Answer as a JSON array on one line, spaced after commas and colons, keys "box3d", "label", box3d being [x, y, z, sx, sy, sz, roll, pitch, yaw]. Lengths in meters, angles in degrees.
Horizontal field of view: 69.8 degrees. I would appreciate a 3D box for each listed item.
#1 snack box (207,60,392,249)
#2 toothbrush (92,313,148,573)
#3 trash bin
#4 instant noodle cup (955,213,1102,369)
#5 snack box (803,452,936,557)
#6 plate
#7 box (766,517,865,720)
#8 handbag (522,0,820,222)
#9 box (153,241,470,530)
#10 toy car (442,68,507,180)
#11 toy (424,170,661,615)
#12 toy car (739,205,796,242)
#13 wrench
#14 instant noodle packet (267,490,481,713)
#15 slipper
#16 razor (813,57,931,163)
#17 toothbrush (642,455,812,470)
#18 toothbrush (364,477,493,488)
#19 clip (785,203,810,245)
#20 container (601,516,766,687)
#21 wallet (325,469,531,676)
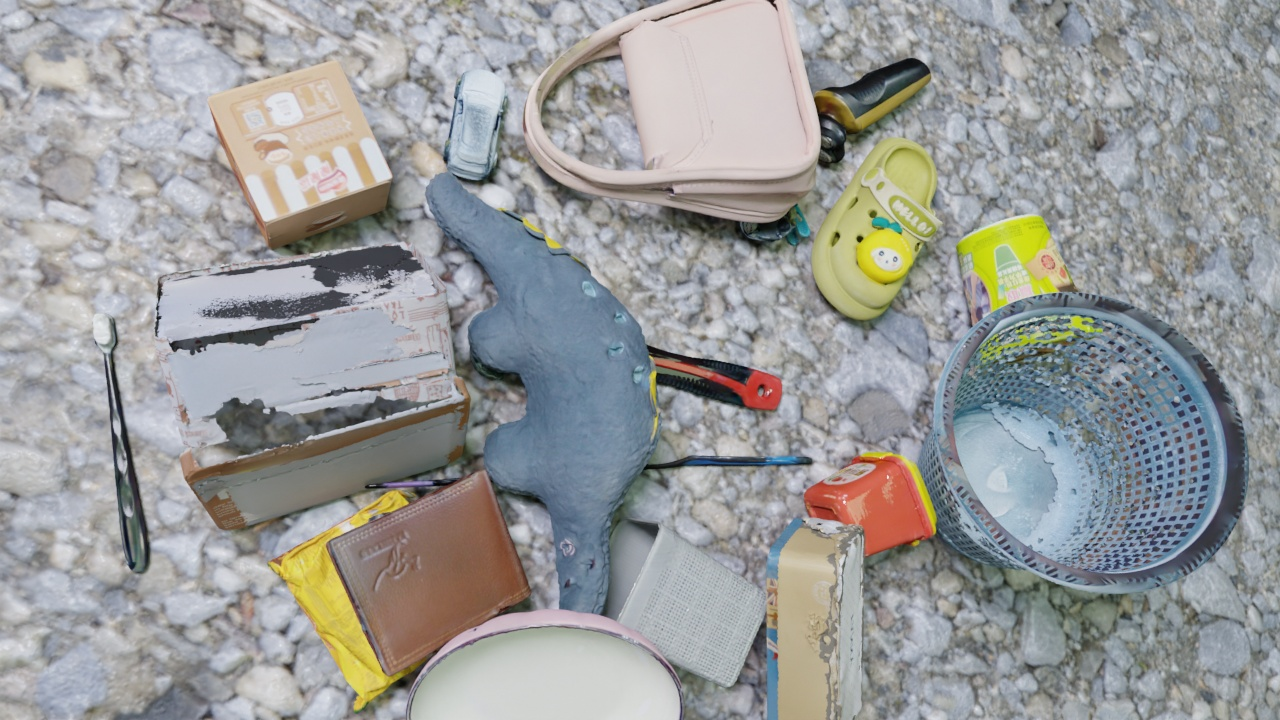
[{"box3d": [-0.243, -0.146, 0.661, 0.092, 0.077, 0.094, -25, 91, -21], "label": "snack box"}, {"box3d": [-0.356, 0.055, 0.628, 0.015, 0.018, 0.181, -9, 87, -24], "label": "toothbrush"}, {"box3d": [0.326, 0.085, 0.754, 0.226, 0.195, 0.226, 0, 70, -1], "label": "trash bin"}, {"box3d": [0.351, -0.066, 0.854, 0.111, 0.112, 0.123, -10, 79, -21], "label": "instant noodle cup"}, {"box3d": [0.191, 0.126, 0.776, 0.080, 0.091, 0.082, -22, 91, -15], "label": "snack box"}, {"box3d": [-0.066, 0.239, 0.649, 0.192, 0.039, 0.193, -2, 123, -4], "label": "plate"}, {"box3d": [0.138, 0.221, 0.719, 0.089, 0.061, 0.184, -21, 115, -62], "label": "box"}, {"box3d": [0.020, -0.206, 0.755, 0.234, 0.093, 0.193, -8, 69, -8], "label": "handbag"}, {"box3d": [-0.214, 0.032, 0.627, 0.182, 0.153, 0.178, -12, 118, -21], "label": "box"}, {"box3d": [-0.131, -0.190, 0.732, 0.043, 0.034, 0.090, 11, 78, -15], "label": "toy car"}, {"box3d": [-0.056, 0.023, 0.683, 0.137, 0.091, 0.356, -14, 87, -16], "label": "toy"}, {"box3d": [0.099, -0.151, 0.808, 0.049, 0.031, 0.105, -17, 78, -19], "label": "toy car"}, {"box3d": [-0.005, 0.004, 0.760, 0.273, 0.016, 0.056, 9, 83, -18], "label": "wrench"}, {"box3d": [-0.185, 0.170, 0.659, 0.110, 0.044, 0.128, -31, 96, -22], "label": "instant noodle packet"}, {"box3d": [0.223, -0.129, 0.827, 0.091, 0.082, 0.190, 31, 71, -11], "label": "slipper"}, {"box3d": [0.211, -0.238, 0.856, 0.167, 0.062, 0.068, -34, 125, -26], "label": "razor"}, {"box3d": [0.062, 0.083, 0.775, 0.189, 0.014, 0.016, 1, 59, -20], "label": "toothbrush"}, {"box3d": [-0.114, 0.089, 0.700, 0.188, 0.014, 0.016, 1, 75, -27], "label": "toothbrush"}, {"box3d": [0.134, -0.132, 0.825, 0.014, 0.040, 0.056, -20, 86, -24], "label": "clip"}, {"box3d": [0.026, 0.189, 0.709, 0.114, 0.090, 0.090, 32, 74, -16], "label": "container"}, {"box3d": [-0.144, 0.145, 0.642, 0.124, 0.032, 0.101, -24, 90, -32], "label": "wallet"}]
